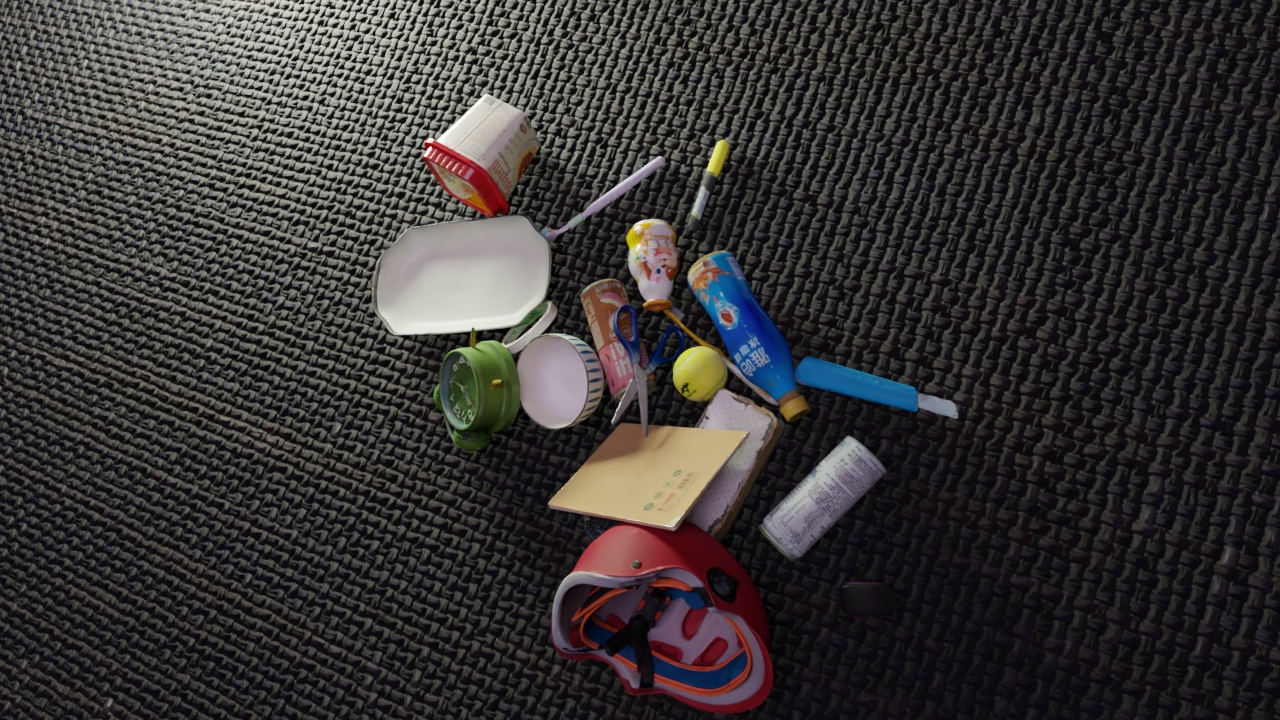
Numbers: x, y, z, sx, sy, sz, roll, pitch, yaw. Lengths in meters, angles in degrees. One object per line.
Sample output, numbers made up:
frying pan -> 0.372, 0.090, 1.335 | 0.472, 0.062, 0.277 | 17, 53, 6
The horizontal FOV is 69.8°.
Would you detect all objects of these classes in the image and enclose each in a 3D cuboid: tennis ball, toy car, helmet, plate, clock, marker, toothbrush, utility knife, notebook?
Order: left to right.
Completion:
plate -> -0.236, -0.108, 1.227 | 0.266, 0.034, 0.161 | -5, 72, 18
clock -> -0.211, 0.046, 1.157 | 0.116, 0.056, 0.162 | 57, 134, 30
toothbrush -> -0.049, -0.212, 1.203 | 0.189, 0.029, 0.021 | -32, 110, 7
toy car -> -0.026, 0.171, 1.099 | 0.049, 0.031, 0.105 | 30, 89, 21
notebook -> 0.005, 0.123, 1.020 | 0.208, 0.008, 0.147 | -1, 37, 48
helmet -> 0.037, 0.259, 0.989 | 0.240, 0.143, 0.208 | 28, 130, -2
tennis ball -> 0.071, 0.016, 1.084 | 0.065, 0.065, 0.065 | -4, 76, 17
marker -> 0.086, -0.220, 1.163 | 0.018, 0.015, 0.124 | 20, 87, 22
toothbrush -> 0.098, -0.008, 1.109 | 0.191, 0.016, 0.018 | 41, 84, 22
utility knife -> 0.266, 0.033, 1.041 | 0.188, 0.018, 0.034 | 16, 95, 21

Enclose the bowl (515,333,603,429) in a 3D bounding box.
bowl -> -0.090, 0.023, 1.127 | 0.117, 0.066, 0.116 | 4, 97, 35

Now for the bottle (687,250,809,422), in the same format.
bottle -> 0.130, -0.027, 1.073 | 0.065, 0.065, 0.218 | -32, 69, 9

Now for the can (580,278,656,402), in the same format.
can -> -0.027, -0.025, 1.131 | 0.058, 0.058, 0.147 | -23, 72, 12

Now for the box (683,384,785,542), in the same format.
box -> 0.094, 0.116, 1.059 | 0.090, 0.061, 0.184 | 31, 87, 21

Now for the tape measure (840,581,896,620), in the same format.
tape measure -> 0.242, 0.256, 0.977 | 0.058, 0.057, 0.039 | -2, 78, 9

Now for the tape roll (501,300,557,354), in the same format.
tape roll -> -0.141, -0.042, 1.164 | 0.086, 0.085, 0.014 | -39, 110, 6

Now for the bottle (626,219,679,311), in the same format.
bottle -> 0.017, -0.117, 1.135 | 0.063, 0.063, 0.108 | -9, 75, 16

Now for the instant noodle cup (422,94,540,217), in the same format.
instant noodle cup -> -0.205, -0.276, 1.225 | 0.117, 0.116, 0.124 | 31, 77, 22

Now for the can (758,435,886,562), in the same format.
can -> 0.201, 0.152, 1.014 | 0.147, 0.058, 0.058 | -46, 68, 4

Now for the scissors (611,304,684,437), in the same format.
scissors -> 0.007, 0.008, 1.087 | 0.012, 0.160, 0.163 | -40, 69, 52
